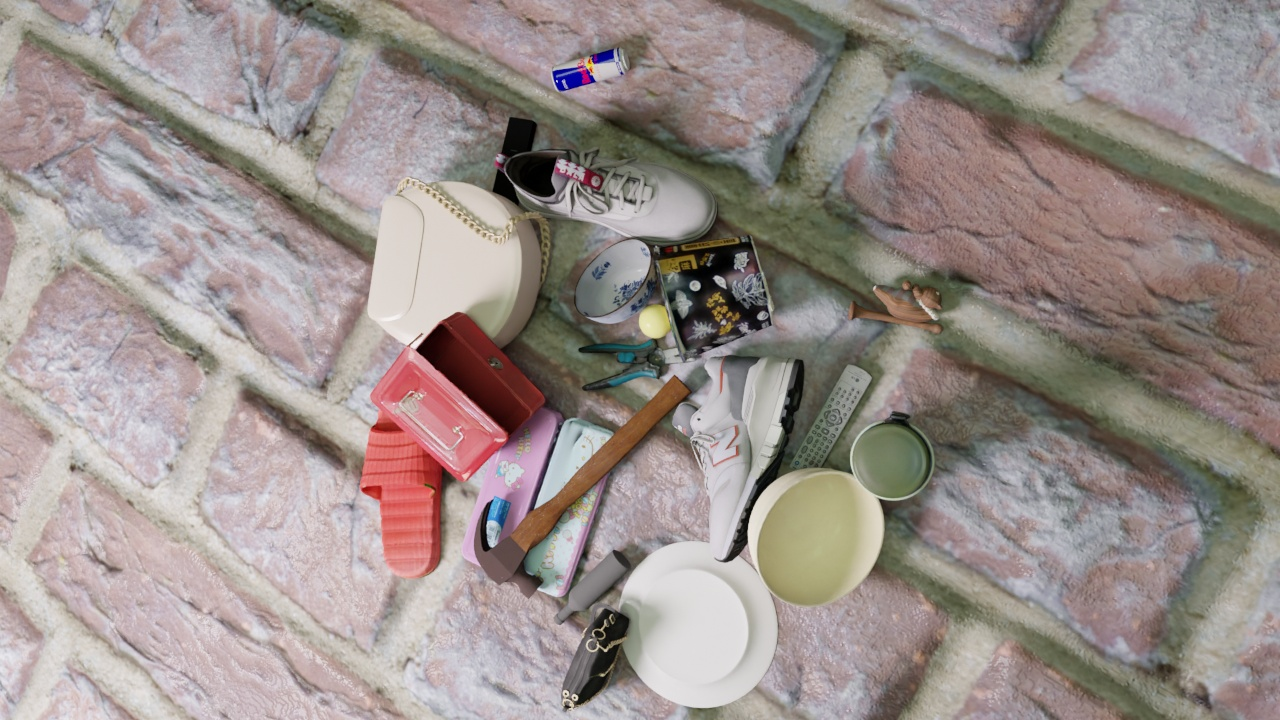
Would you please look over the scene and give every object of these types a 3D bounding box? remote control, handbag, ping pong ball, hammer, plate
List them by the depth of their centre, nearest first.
[{"bbox_3d":[0.213,0.068,1.026,0.033,0.013,0.136,30,95,17],"label":"remote control"},{"bbox_3d":[-0.058,0.345,1.053,0.054,0.079,0.128,26,102,14],"label":"handbag"},{"bbox_3d":[0.062,0.304,1.055,0.189,0.016,0.188,-1,86,17],"label":"plate"},{"bbox_3d":[-0.066,0.138,1.079,0.323,0.033,0.115,-44,86,4],"label":"hammer"},{"bbox_3d":[0.018,-0.046,1.082,0.040,0.040,0.040,-1,85,17],"label":"ping pong ball"},{"bbox_3d":[-0.231,-0.111,1.125,0.209,0.103,0.210,11,94,17],"label":"handbag"},{"bbox_3d":[-0.165,-0.233,1.166,0.034,0.013,0.150,13,91,18],"label":"remote control"}]

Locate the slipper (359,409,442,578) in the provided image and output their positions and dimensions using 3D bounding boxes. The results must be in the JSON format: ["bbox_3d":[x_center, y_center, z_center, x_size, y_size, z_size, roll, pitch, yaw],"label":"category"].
[{"bbox_3d":[-0.302,0.153,1.158,0.104,0.059,0.248,-2,87,17],"label":"slipper"}]

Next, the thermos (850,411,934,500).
[{"bbox_3d":[0.249,0.093,0.900,0.082,0.231,0.082,-2,85,18],"label":"thermos"}]

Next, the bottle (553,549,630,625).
[{"bbox_3d":[-0.061,0.273,1.088,0.113,0.030,0.030,-45,75,9],"label":"bottle"}]

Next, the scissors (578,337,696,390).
[{"bbox_3d":[-0.011,0.000,1.099,0.148,0.019,0.123,32,95,15],"label":"scissors"}]

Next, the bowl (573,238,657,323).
[{"bbox_3d":[-0.020,-0.085,1.082,0.114,0.045,0.114,-25,43,26],"label":"bowl"}]

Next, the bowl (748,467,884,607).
[{"bbox_3d":[0.177,0.179,0.984,0.150,0.075,0.151,-4,105,-18],"label":"bowl"}]

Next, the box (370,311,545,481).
[{"bbox_3d":[-0.211,0.041,1.070,0.157,0.110,0.134,45,125,-6],"label":"box"}]

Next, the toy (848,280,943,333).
[{"bbox_3d":[0.283,-0.061,1.002,0.102,0.041,0.055,13,112,10],"label":"toy"}]

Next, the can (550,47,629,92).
[{"bbox_3d":[-0.062,-0.359,1.133,0.095,0.032,0.032,-11,83,16],"label":"can"}]

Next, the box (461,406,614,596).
[{"bbox_3d":[-0.123,0.166,1.118,0.151,0.035,0.214,19,92,14],"label":"box"}]

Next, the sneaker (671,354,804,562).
[{"bbox_3d":[0.093,0.096,1.032,0.124,0.089,0.239,20,83,22],"label":"sneaker"}]

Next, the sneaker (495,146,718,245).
[{"bbox_3d":[-0.041,-0.201,1.066,0.263,0.128,0.097,13,91,16],"label":"sneaker"}]

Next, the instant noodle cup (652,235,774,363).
[{"bbox_3d":[0.084,-0.077,1.023,0.112,0.137,0.137,-15,81,6],"label":"instant noodle cup"}]
